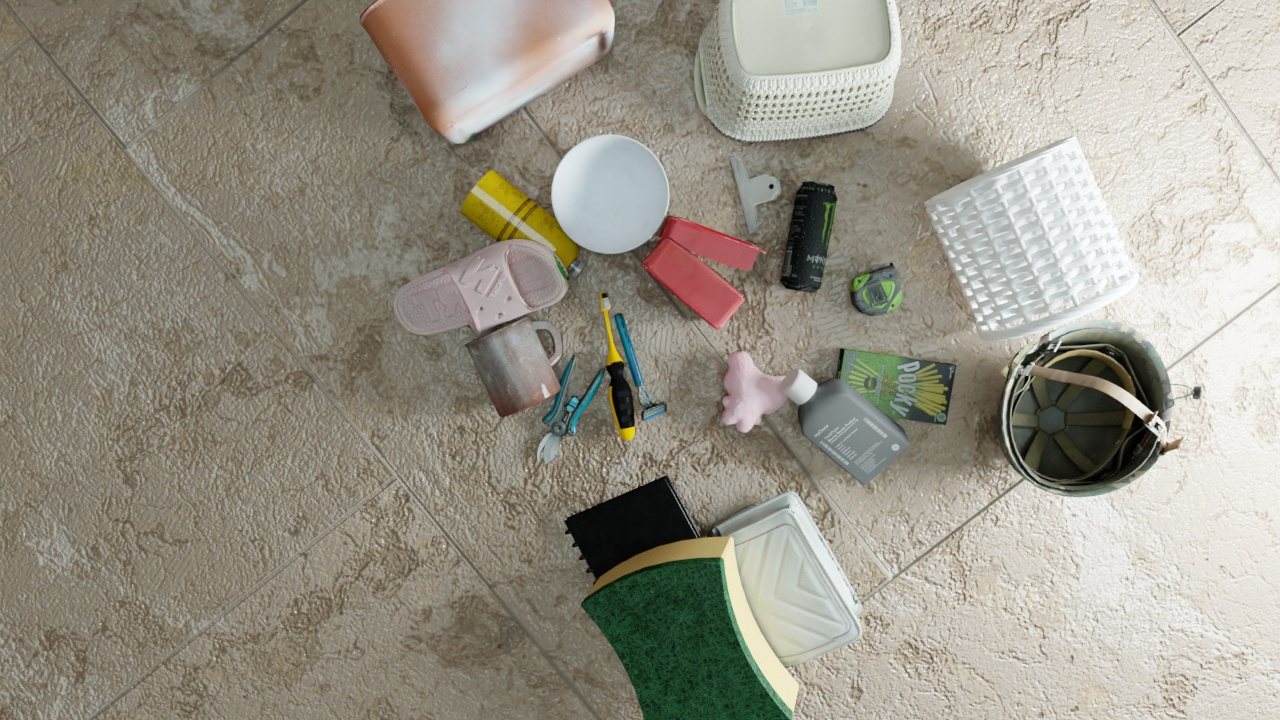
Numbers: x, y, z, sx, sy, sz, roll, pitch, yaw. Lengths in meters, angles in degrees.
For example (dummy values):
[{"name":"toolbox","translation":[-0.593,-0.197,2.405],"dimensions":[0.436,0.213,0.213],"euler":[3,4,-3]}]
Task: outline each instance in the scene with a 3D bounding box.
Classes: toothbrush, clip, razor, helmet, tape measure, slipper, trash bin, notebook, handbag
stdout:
[{"name":"toothbrush","translation":[-0.033,0.008,1.199],"dimensions":[0.031,0.031,0.196],"euler":[-10,91,-25]},{"name":"clip","translation":[0.155,-0.220,1.186],"dimensions":[0.054,0.040,0.101],"euler":[-13,96,20]},{"name":"razor","translation":[-0.007,0.007,1.204],"dimensions":[0.042,0.022,0.144],"euler":[-21,91,-36]},{"name":"helmet","translation":[0.534,0.055,1.107],"dimensions":[0.193,0.236,0.224],"euler":[33,97,11]},{"name":"tape measure","translation":[0.307,-0.088,1.190],"dimensions":[0.065,0.036,0.058],"euler":[-22,96,1]},{"name":"slipper","translation":[-0.207,-0.082,1.136],"dimensions":[0.240,0.064,0.094],"euler":[-14,111,19]},{"name":"trash bin","translation":[-0.170,-0.386,1.087],"dimensions":[0.260,0.181,0.157],"euler":[-31,96,1]},{"name":"notebook","translation":[0.017,0.282,1.200],"dimensions":[0.169,0.019,0.231],"euler":[-26,95,23]},{"name":"handbag","translation":[0.185,0.286,1.196],"dimensions":[0.142,0.096,0.198],"euler":[-28,96,18]}]

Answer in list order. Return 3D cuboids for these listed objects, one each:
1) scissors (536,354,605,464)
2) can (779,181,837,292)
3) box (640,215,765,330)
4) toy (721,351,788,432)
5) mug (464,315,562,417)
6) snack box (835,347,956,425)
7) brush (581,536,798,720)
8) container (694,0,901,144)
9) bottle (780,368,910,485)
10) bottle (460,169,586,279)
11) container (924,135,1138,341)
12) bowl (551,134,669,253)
[{"name":"scissors","translation":[-0.093,0.064,1.207],"dimensions":[0.150,0.019,0.130],"euler":[-20,94,0]},{"name":"can","translation":[0.215,-0.157,1.174],"dimensions":[0.054,0.054,0.138],"euler":[9,95,-2]},{"name":"box","translation":[0.067,-0.110,1.127],"dimensions":[0.135,0.157,0.117],"euler":[25,99,-2]},{"name":"toy","translation":[0.142,0.047,1.191],"dimensions":[0.099,0.053,0.096],"euler":[29,87,-8]},{"name":"mug","translation":[-0.148,0.001,1.174],"dimensions":[0.122,0.096,0.110],"euler":[-27,102,-28]},{"name":"snack box","translation":[0.332,0.034,1.207],"dimensions":[0.147,0.025,0.080],"euler":[8,95,-2]},{"name":"brush","translation":[0.064,0.360,1.155],"dimensions":[0.195,0.075,0.250],"euler":[-22,97,21]},{"name":"container","translation":[0.195,-0.373,1.110],"dimensions":[0.251,0.143,0.184],"euler":[-6,81,-1]},{"name":"bottle","translation":[0.253,0.075,1.174],"dimensions":[0.174,0.046,0.084],"euler":[38,111,-15]},{"name":"bottle","translation":[-0.142,-0.162,1.160],"dimensions":[0.164,0.071,0.071],"euler":[38,93,-4]},{"name":"container","translation":[0.468,-0.146,1.111],"dimensions":[0.189,0.189,0.187],"euler":[-25,94,1]},{"name":"bowl","translation":[-0.038,-0.206,1.155],"dimensions":[0.144,0.074,0.144],"euler":[0,95,-1]}]
